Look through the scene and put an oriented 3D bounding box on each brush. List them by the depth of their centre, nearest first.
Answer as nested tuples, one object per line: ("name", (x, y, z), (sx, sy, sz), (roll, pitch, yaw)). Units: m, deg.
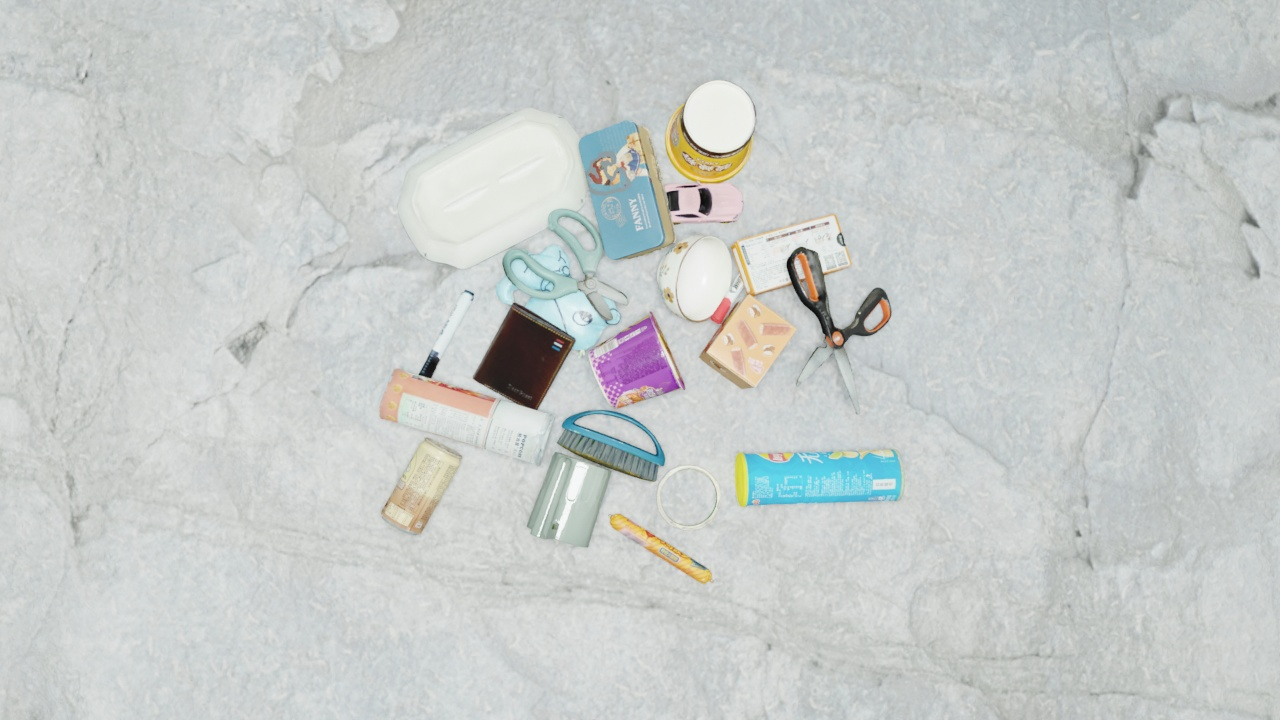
("brush", (-0.034, 0.105, 1.198), (0.144, 0.055, 0.073), (22, 88, -1))

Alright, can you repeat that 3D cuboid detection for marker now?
("marker", (-0.255, -0.033, 1.212), (0.023, 0.018, 0.130), (26, 86, 42))
("marker", (0.136, -0.110, 1.223), (0.017, 0.017, 0.145), (33, 73, -1))

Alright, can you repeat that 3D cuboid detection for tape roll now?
("tape roll", (0.064, 0.182, 1.220), (0.086, 0.014, 0.085), (0, 87, -3))

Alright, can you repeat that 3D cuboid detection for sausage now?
("sausage", (0.027, 0.248, 1.211), (0.165, 0.021, 0.021), (32, 86, -1))

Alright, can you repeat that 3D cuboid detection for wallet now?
("wallet", (-0.151, -0.002, 1.195), (0.096, 0.020, 0.122), (31, 111, 0))

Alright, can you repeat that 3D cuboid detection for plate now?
("plate", (-0.194, -0.232, 1.217), (0.265, 0.034, 0.162), (-28, 89, -4))

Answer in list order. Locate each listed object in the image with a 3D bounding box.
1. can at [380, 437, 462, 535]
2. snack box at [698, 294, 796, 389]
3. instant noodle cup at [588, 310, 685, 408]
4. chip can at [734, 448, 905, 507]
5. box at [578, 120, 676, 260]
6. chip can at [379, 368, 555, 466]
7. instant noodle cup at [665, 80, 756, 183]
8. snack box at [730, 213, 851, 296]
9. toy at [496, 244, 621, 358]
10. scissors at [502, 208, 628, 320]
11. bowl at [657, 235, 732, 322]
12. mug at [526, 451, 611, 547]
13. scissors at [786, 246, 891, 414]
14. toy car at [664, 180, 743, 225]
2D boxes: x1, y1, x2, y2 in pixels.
("can", (-0.281, 0.162, 1.181), (0.058, 0.058, 0.116), (29, 86, -1))
("snack box", (0.137, -0.023, 1.195), (0.077, 0.093, 0.094), (36, 86, -1))
("instant noodle cup", (-0.007, 0.007, 1.184), (0.099, 0.111, 0.111), (-25, 89, 5))
("chip can", (0.233, 0.153, 1.203), (0.210, 0.071, 0.071), (-1, 87, -4))
("box", (-0.015, -0.214, 1.200), (0.090, 0.062, 0.184), (-17, 85, 22))
("chip can", (-0.222, 0.073, 1.182), (0.214, 0.071, 0.071), (16, 86, -2))
("instant noodle cup", (0.096, -0.301, 1.196), (0.118, 0.114, 0.118), (0, 87, -4))
("snack box", (0.202, -0.140, 1.222), (0.153, 0.026, 0.075), (-17, 87, -16))
("toy", (-0.108, -0.076, 1.207), (0.161, 0.050, 0.156), (-7, 85, 1))
("scissors", (-0.101, -0.110, 1.182), (0.171, 0.019, 0.176), (-24, 77, -19))
("bowl", (0.062, -0.111, 1.201), (0.062, 0.113, 0.113), (19, 85, 39))
("mug", (-0.094, 0.174, 1.160), (0.084, 0.124, 0.103), (18, 83, 16))
("scissors", (0.253, -0.047, 1.181), (0.232, 0.022, 0.221), (-35, 96, -36))
("toy car", (0.078, -0.212, 1.230), (0.122, 0.037, 0.056), (-2, 89, -4))
